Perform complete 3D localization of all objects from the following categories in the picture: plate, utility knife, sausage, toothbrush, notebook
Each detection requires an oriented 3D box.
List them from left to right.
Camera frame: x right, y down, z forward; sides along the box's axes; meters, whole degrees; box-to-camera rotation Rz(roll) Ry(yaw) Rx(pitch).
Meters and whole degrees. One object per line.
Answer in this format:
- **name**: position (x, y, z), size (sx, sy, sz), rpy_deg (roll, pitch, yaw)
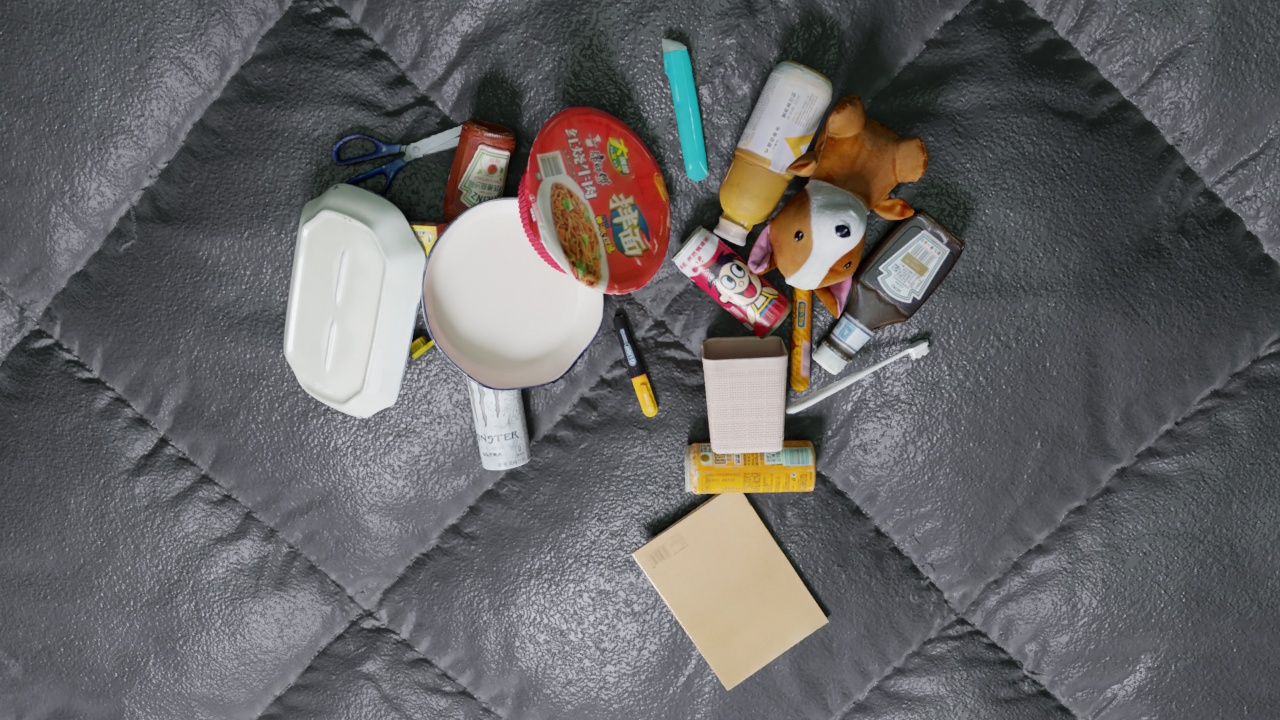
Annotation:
- **plate**: position (-0.324, -0.057, 0.999), size (0.162, 0.034, 0.266), rpy_deg (25, 115, 13)
- **toothbrush**: position (-0.188, -0.062, 1.036), size (0.190, 0.015, 0.016), rpy_deg (-36, 93, 11)
- **plate**: position (-0.136, -0.071, 0.973), size (0.204, 0.046, 0.205), rpy_deg (-6, 103, -29)
- **utility knife**: position (0.048, -0.266, 0.976), size (0.029, 0.012, 0.151), rpy_deg (-9, 105, 8)
- **notebook**: position (0.107, 0.268, 1.085), size (0.149, 0.012, 0.211), rpy_deg (-34, 99, -1)
- **sausage**: position (0.178, -0.041, 1.017), size (0.021, 0.021, 0.165), rpy_deg (0, 103, 3)
- **toothbrush**: position (0.240, 0.020, 1.009), size (0.180, 0.016, 0.016), rpy_deg (-25, 108, -7)

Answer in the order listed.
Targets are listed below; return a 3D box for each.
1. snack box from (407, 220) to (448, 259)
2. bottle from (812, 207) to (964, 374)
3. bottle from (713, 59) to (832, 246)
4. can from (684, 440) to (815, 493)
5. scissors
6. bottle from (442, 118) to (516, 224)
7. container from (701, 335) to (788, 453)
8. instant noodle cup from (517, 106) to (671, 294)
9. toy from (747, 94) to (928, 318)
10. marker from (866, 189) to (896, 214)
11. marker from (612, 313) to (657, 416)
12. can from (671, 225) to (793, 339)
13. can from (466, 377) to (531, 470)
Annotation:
- **snack box**: position (-0.279, -0.114, 0.998), size (0.156, 0.027, 0.077), rpy_deg (6, 109, 20)
- **bottle**: position (0.261, -0.069, 0.995), size (0.080, 0.044, 0.195), rpy_deg (36, 103, -5)
- **bottle**: position (0.132, -0.212, 0.955), size (0.068, 0.068, 0.190), rpy_deg (24, 104, -3)
- **can**: position (0.123, 0.121, 1.040), size (0.146, 0.058, 0.058), rpy_deg (-2, 103, 4)
- **scissors**: position (-0.251, -0.217, 1.005), size (0.173, 0.012, 0.125), rpy_deg (10, 102, 0)
- **bottle**: position (-0.187, -0.154, 0.992), size (0.060, 0.059, 0.206), rpy_deg (19, 110, -1)
- **container**: position (0.114, 0.038, 1.007), size (0.090, 0.089, 0.111), rpy_deg (-2, 107, 3)
- **instant noodle cup**: position (-0.057, -0.157, 0.942), size (0.066, 0.193, 0.194), rpy_deg (-10, 106, 45)
- **toy**: position (0.201, -0.153, 0.928), size (0.140, 0.130, 0.200), rpy_deg (30, 99, -7)
- **marker**: position (0.212, -0.153, 0.991), size (0.131, 0.018, 0.022), rpy_deg (-24, 80, 8)
- **marker**: position (-0.006, 0.006, 1.042), size (0.018, 0.015, 0.124), rpy_deg (-18, 100, 3)
- **can**: position (0.099, -0.085, 0.994), size (0.133, 0.053, 0.053), rpy_deg (40, 102, -6)
- **can**: position (-0.162, 0.048, 1.039), size (0.058, 0.058, 0.147), rpy_deg (-7, 103, 5)
